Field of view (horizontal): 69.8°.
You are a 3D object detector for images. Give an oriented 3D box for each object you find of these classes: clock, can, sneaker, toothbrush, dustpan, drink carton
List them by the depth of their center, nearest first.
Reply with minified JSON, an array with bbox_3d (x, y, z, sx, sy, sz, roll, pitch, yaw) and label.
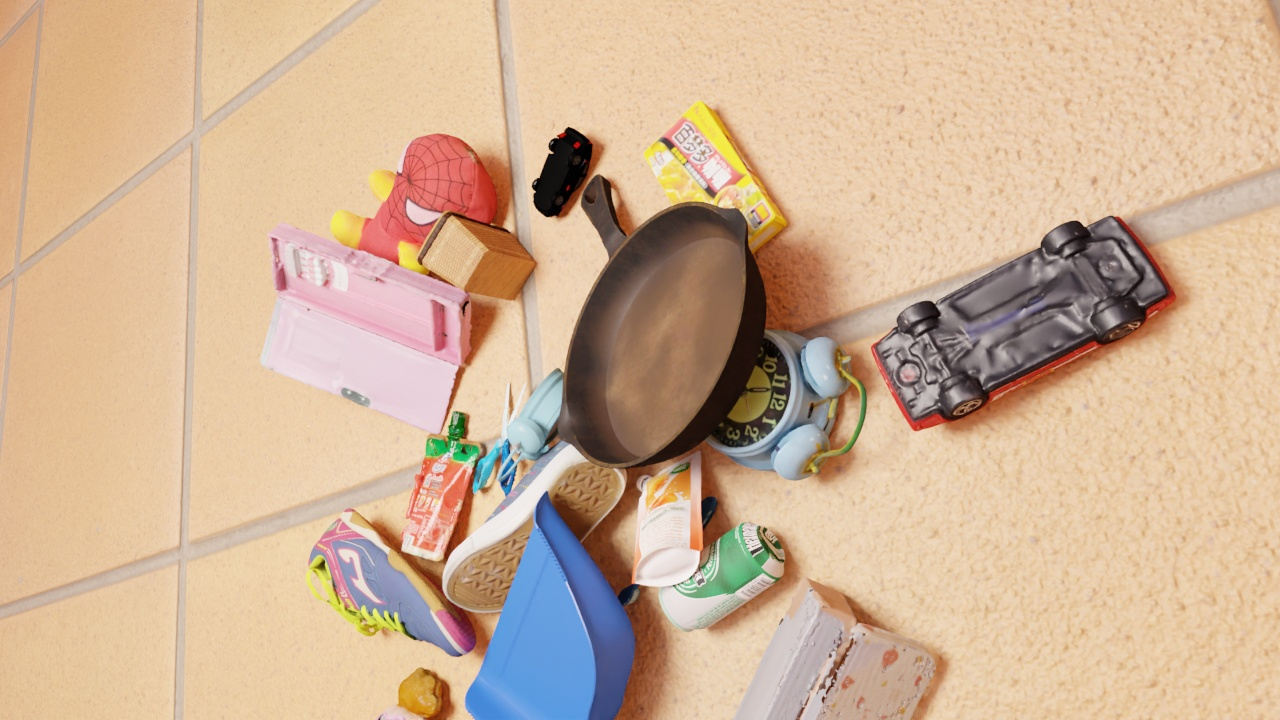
[{"bbox_3d":[0.108,0.031,0.726,0.162,0.060,0.118,9,84,40],"label":"clock"},{"bbox_3d":[0.065,0.172,0.729,0.101,0.053,0.053,-40,59,22],"label":"can"},{"bbox_3d":[-0.048,0.283,0.759,0.258,0.059,0.246,38,122,28],"label":"dustpan"},{"bbox_3d":[0.023,0.126,0.759,0.069,0.039,0.122,-31,27,22],"label":"drink carton"},{"bbox_3d":[0.024,0.165,0.788,0.132,0.016,0.021,-50,56,14],"label":"toothbrush"},{"bbox_3d":[-0.098,0.060,0.850,0.042,0.087,0.123,34,78,6],"label":"clock"},{"bbox_3d":[-0.096,0.147,0.855,0.236,0.087,0.079,-46,22,24],"label":"sneaker"},{"bbox_3d":[-0.258,0.245,0.933,0.242,0.116,0.091,26,67,41],"label":"sneaker"}]

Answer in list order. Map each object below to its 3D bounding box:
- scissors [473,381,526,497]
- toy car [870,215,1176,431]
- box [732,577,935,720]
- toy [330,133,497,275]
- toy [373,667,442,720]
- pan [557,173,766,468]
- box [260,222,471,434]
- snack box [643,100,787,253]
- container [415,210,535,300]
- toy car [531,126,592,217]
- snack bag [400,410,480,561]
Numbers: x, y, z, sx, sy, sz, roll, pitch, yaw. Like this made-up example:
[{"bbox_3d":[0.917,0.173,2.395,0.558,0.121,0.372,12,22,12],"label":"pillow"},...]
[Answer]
[{"bbox_3d":[-0.130,0.081,0.909,0.110,0.015,0.132,27,95,59],"label":"scissors"},{"bbox_3d":[0.257,-0.024,0.631,0.190,0.056,0.081,-31,63,20],"label":"toy car"},{"bbox_3d":[0.109,0.273,0.670,0.216,0.094,0.107,-66,29,6],"label":"box"},{"bbox_3d":[-0.244,-0.159,1.010,0.217,0.098,0.147,-33,76,28],"label":"toy"},{"bbox_3d":[-0.237,0.390,0.895,0.133,0.076,0.175,2,73,36],"label":"toy"},{"bbox_3d":[0.004,-0.058,0.798,0.249,0.043,0.355,-50,37,25],"label":"pan"},{"bbox_3d":[-0.297,-0.037,0.993,0.233,0.059,0.180,22,118,9],"label":"box"},{"bbox_3d":[0.064,-0.156,0.824,0.075,0.025,0.152,-40,59,23],"label":"snack box"},{"bbox_3d":[-0.162,-0.102,0.933,0.061,0.113,0.063,40,104,23],"label":"container"},{"bbox_3d":[-0.078,-0.189,0.932,0.042,0.036,0.092,41,114,37],"label":"toy car"},{"bbox_3d":[-0.209,0.128,0.957,0.087,0.044,0.155,4,77,41],"label":"snack bag"}]
